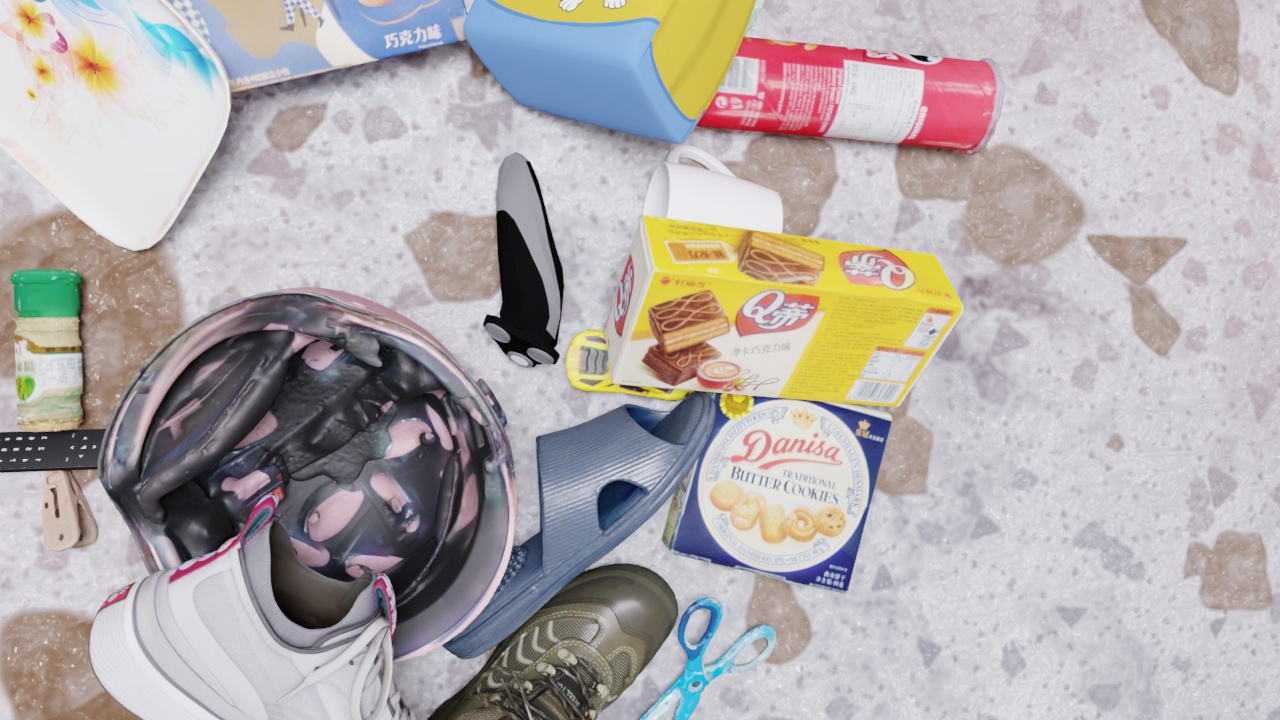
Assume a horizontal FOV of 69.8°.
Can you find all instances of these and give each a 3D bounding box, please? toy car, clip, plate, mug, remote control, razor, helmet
[{"bbox_3d":[-0.004,0.004,0.701,0.107,0.030,0.049,6,90,-10],"label":"toy car"},{"bbox_3d":[-0.405,0.108,0.653,0.024,0.040,0.060,-13,70,-8],"label":"clip"},{"bbox_3d":[-0.361,-0.183,0.604,0.187,0.016,0.187,44,121,-7],"label":"plate"},{"bbox_3d":[0.052,-0.114,0.688,0.087,0.081,0.114,7,60,-14],"label":"mug"},{"bbox_3d":[-0.419,0.064,0.647,0.140,0.009,0.030,-1,58,-8],"label":"remote control"},{"bbox_3d":[-0.085,-0.075,0.676,0.060,0.057,0.156,6,82,-37],"label":"razor"},{"bbox_3d":[-0.204,0.073,0.611,0.230,0.152,0.255,-44,106,-1],"label":"helmet"}]

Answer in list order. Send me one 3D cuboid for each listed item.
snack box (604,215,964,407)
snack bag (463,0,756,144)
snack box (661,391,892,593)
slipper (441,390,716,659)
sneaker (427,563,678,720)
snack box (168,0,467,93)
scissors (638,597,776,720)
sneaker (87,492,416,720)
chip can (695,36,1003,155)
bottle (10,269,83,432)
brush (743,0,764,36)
[{"bbox_3d":[0.099,-0.031,0.656,0.230,0.061,0.110,5,135,-15],"label":"snack box"},{"bbox_3d":[0.000,-0.268,0.628,0.159,0.102,0.205,23,79,31],"label":"snack bag"},{"bbox_3d":[0.105,0.093,0.712,0.144,0.042,0.145,14,90,-7],"label":"snack box"},{"bbox_3d":[-0.059,0.101,0.657,0.263,0.101,0.082,-43,106,0],"label":"slipper"},{"bbox_3d":[-0.069,0.240,0.641,0.238,0.143,0.101,-43,96,-5],"label":"sneaker"},{"bbox_3d":[-0.232,-0.275,0.616,0.202,0.069,0.155,-15,114,-8],"label":"snack box"},{"bbox_3d":[0.038,0.238,0.708,0.140,0.013,0.114,-38,120,-3],"label":"scissors"},{"bbox_3d":[-0.169,0.191,0.532,0.129,0.096,0.263,-40,108,7],"label":"sneaker"},{"bbox_3d":[0.148,-0.202,0.695,0.233,0.073,0.073,3,91,-8],"label":"chip can"},{"bbox_3d":[-0.411,-0.007,0.637,0.043,0.043,0.111,0,93,-8],"label":"bottle"},{"bbox_3d":[0.109,-0.346,0.716,0.033,0.012,0.217,25,86,-7],"label":"brush"}]
